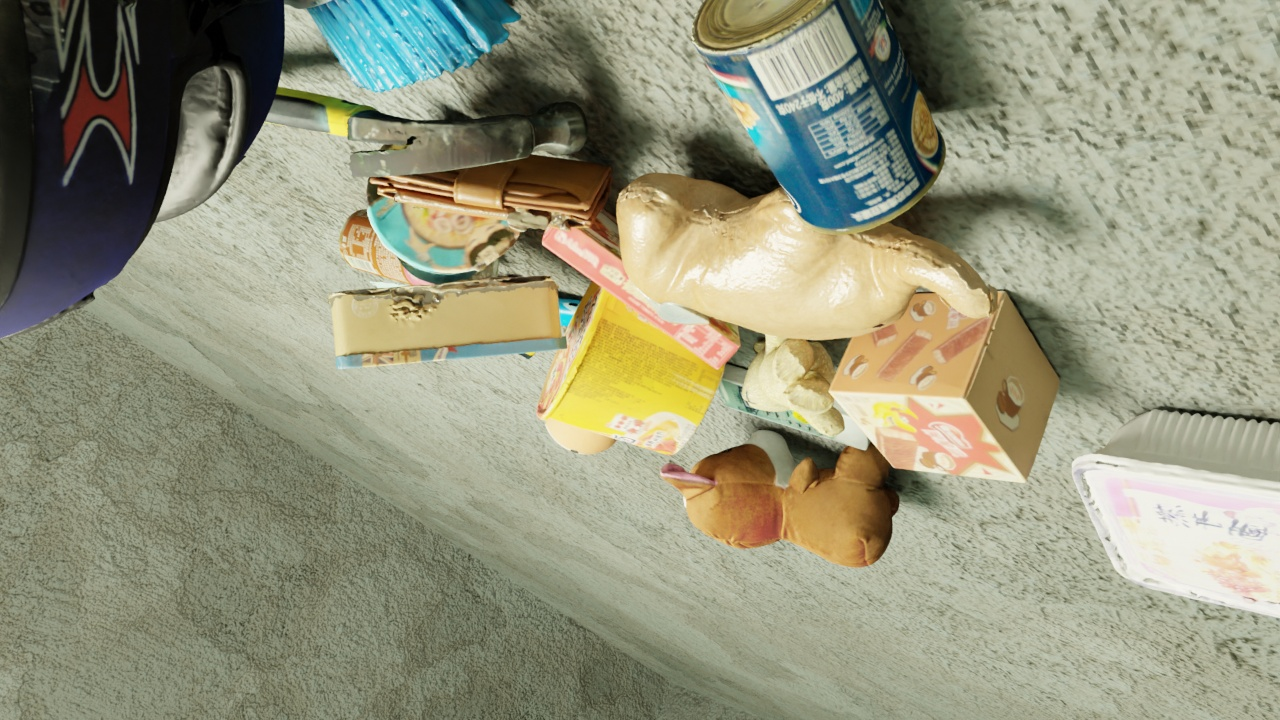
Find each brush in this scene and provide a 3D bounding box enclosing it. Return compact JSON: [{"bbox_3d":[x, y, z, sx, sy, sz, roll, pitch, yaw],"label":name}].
[{"bbox_3d":[-0.201,-0.218,0.569,0.315,0.060,0.109,8,145,47],"label":"brush"}]

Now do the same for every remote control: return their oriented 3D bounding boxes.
[{"bbox_3d":[0.129,0.039,0.772,0.135,0.019,0.056,18,156,26],"label":"remote control"}]

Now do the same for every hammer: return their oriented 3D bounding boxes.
[{"bbox_3d":[-0.189,-0.156,0.586,0.324,0.125,0.032,19,119,39],"label":"hammer"}]

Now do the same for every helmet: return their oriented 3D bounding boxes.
[{"bbox_3d":[-0.302,-0.176,0.458,0.248,0.315,0.239,-3,-168,18],"label":"helmet"}]

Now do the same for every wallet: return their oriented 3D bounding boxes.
[{"bbox_3d":[-0.088,-0.111,0.570,0.132,0.107,0.031,9,113,3],"label":"wallet"}]

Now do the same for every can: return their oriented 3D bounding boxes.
[{"bbox_3d":[0.080,-0.120,0.405,0.075,0.075,0.111,7,149,43],"label":"can"},{"bbox_3d":[-0.200,-0.096,0.820,0.147,0.057,0.058,17,155,28],"label":"can"}]

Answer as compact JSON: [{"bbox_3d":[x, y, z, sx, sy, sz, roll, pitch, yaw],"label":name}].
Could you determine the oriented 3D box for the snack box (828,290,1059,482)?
[{"bbox_3d":[0.189,0.016,0.570,0.095,0.076,0.093,2,146,48],"label":"snack box"}]

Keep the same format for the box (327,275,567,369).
[{"bbox_3d":[-0.138,-0.029,0.697,0.184,0.061,0.090,-3,-178,-7],"label":"box"}]

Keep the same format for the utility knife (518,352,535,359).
[{"bbox_3d":[-0.120,-0.042,0.900,0.033,0.015,0.164,18,156,6],"label":"utility knife"}]

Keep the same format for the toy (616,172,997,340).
[{"bbox_3d":[0.093,-0.054,0.528,0.226,0.082,0.143,11,171,29],"label":"toy"}]

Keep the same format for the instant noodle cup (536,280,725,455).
[{"bbox_3d":[-0.004,0.004,0.718,0.109,0.137,0.138,24,160,-12],"label":"instant noodle cup"}]

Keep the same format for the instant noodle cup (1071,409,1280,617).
[{"bbox_3d":[0.355,0.091,0.560,0.138,0.060,0.173,7,149,43],"label":"instant noodle cup"}]

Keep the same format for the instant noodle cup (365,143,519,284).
[{"bbox_3d":[-0.146,-0.104,0.683,0.111,0.111,0.121,32,166,-8],"label":"instant noodle cup"}]

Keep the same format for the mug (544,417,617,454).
[{"bbox_3d":[-0.037,0.024,0.842,0.078,0.078,0.123,29,142,0],"label":"mug"}]

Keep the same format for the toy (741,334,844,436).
[{"bbox_3d":[0.105,0.013,0.647,0.105,0.066,0.157,57,-179,2],"label":"toy"}]

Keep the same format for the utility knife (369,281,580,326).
[{"bbox_3d":[-0.148,-0.055,0.846,0.237,0.018,0.034,8,155,18],"label":"utility knife"}]

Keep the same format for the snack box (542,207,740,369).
[{"bbox_3d":[0.003,-0.059,0.642,0.153,0.075,0.025,35,113,-14],"label":"snack box"}]

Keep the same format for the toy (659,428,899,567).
[{"bbox_3d":[0.126,0.118,0.827,0.200,0.130,0.140,-5,145,19],"label":"toy"}]
